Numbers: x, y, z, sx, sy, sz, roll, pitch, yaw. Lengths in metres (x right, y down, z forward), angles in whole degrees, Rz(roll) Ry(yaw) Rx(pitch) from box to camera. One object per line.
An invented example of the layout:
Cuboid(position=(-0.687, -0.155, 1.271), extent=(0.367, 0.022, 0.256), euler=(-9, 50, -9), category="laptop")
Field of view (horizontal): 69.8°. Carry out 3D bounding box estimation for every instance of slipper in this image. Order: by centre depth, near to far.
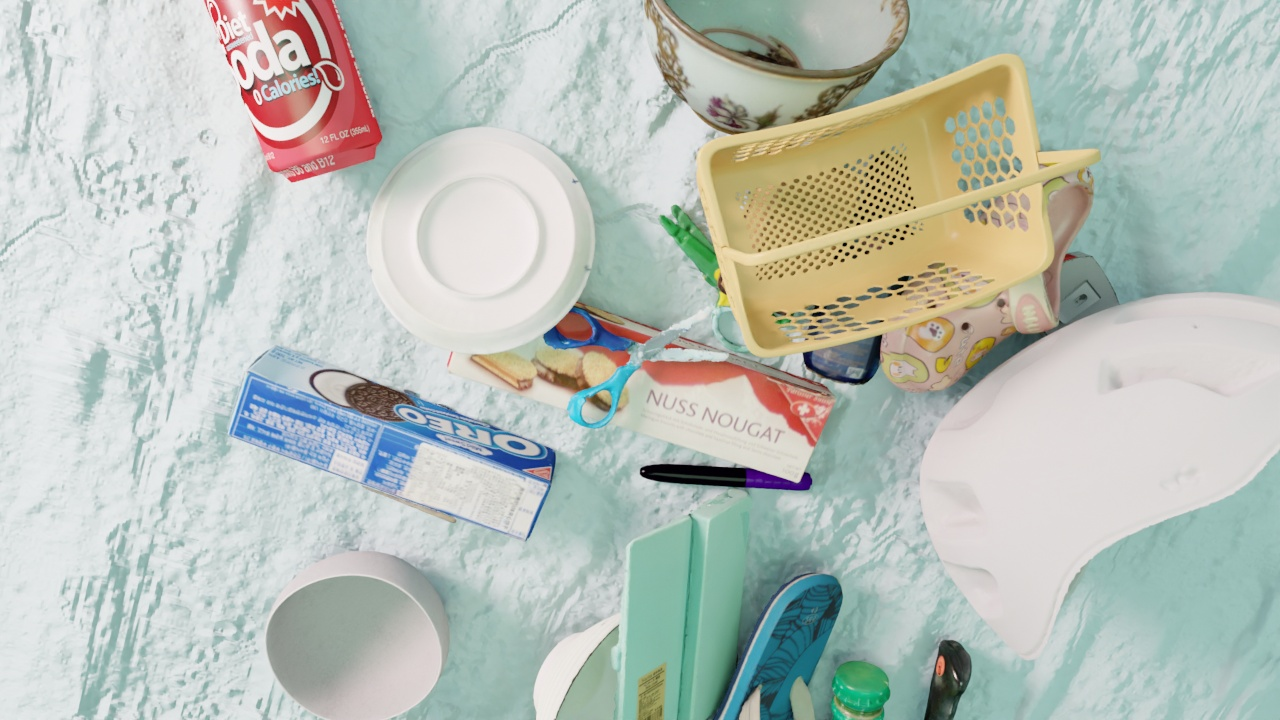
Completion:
Cuboid(position=(0.252, -0.047, 0.623), extent=(0.197, 0.081, 0.093), euler=(-49, 139, 1), category="slipper")
Cuboid(position=(0.097, 0.305, 0.730), extent=(0.118, 0.060, 0.295), euler=(10, 107, -45), category="slipper")

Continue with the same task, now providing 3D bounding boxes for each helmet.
Cuboid(position=(0.318, 0.060, 0.595), extent=(0.283, 0.223, 0.184), euler=(-34, 81, 34), category="helmet")

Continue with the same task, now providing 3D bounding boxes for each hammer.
Cuboid(position=(0.228, 0.396, 0.766), extent=(0.033, 0.133, 0.333), euler=(10, 98, -4), category="hammer")

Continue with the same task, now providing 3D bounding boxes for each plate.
Cuboid(position=(-0.109, -0.082, 0.618), extent=(0.157, 0.014, 0.157), euler=(0, 85, 1), category="plate")

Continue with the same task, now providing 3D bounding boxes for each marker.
Cuboid(position=(0.066, 0.089, 0.706), extent=(0.134, 0.018, 0.015), euler=(4, 74, -3), category="marker")

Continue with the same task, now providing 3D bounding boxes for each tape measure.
Cuboid(position=(0.312, -0.044, 0.671), extent=(0.062, 0.020, 0.060), euler=(-43, 104, 10), category="tape measure")

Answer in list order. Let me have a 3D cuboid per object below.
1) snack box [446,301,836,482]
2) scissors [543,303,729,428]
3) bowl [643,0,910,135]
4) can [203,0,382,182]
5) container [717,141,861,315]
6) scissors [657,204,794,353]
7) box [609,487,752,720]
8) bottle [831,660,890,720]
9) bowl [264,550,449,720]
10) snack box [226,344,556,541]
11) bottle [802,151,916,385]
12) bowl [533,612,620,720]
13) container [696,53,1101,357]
Cuboid(position=(0.002, 0.013, 0.666), extent=(0.273, 0.044, 0.077), euler=(19, 105, -7), category="snack box")
Cuboid(position=(-0.006, -0.014, 0.628), extent=(0.133, 0.015, 0.104), euler=(-31, 105, 7), category="scissors")
Cuboid(position=(0.071, -0.197, 0.567), extent=(0.160, 0.159, 0.094), euler=(12, 148, -6), category="bowl")
Cuboid(position=(-0.220, -0.190, 0.580), extent=(0.074, 0.074, 0.142), euler=(-15, 107, 3), category="can")
Cuboid(position=(0.103, -0.088, 0.623), extent=(0.063, 0.061, 0.114), euler=(19, 98, -9), category="container")
Cuboid(position=(0.053, -0.058, 0.664), extent=(0.130, 0.014, 0.070), euler=(40, 101, -14), category="scissors")
Cuboid(position=(0.032, 0.199, 0.691), extent=(0.033, 0.136, 0.187), euler=(15, 112, 34), category="box")
Cuboid(position=(0.172, 0.351, 0.765), extent=(0.068, 0.068, 0.210), euler=(2, 107, -3), category="bottle")
Cuboid(position=(-0.213, 0.206, 0.708), extent=(0.132, 0.064, 0.132), euler=(-1, 107, -2), category="bowl")
Cuboid(position=(-0.176, 0.060, 0.668), extent=(0.226, 0.059, 0.059), euler=(22, 108, -7), category="snack box")
Cuboid(position=(0.159, -0.064, 0.641), extent=(0.056, 0.056, 0.161), euler=(12, 106, -6), category="bottle")
Cuboid(position=(-0.033, 0.260, 0.712), extent=(0.071, 0.176, 0.177), euler=(17, 112, 38), category="bowl")
Cuboid(position=(0.131, -0.081, 0.509), extent=(0.183, 0.167, 0.129), euler=(-17, 102, -3), category="container")
